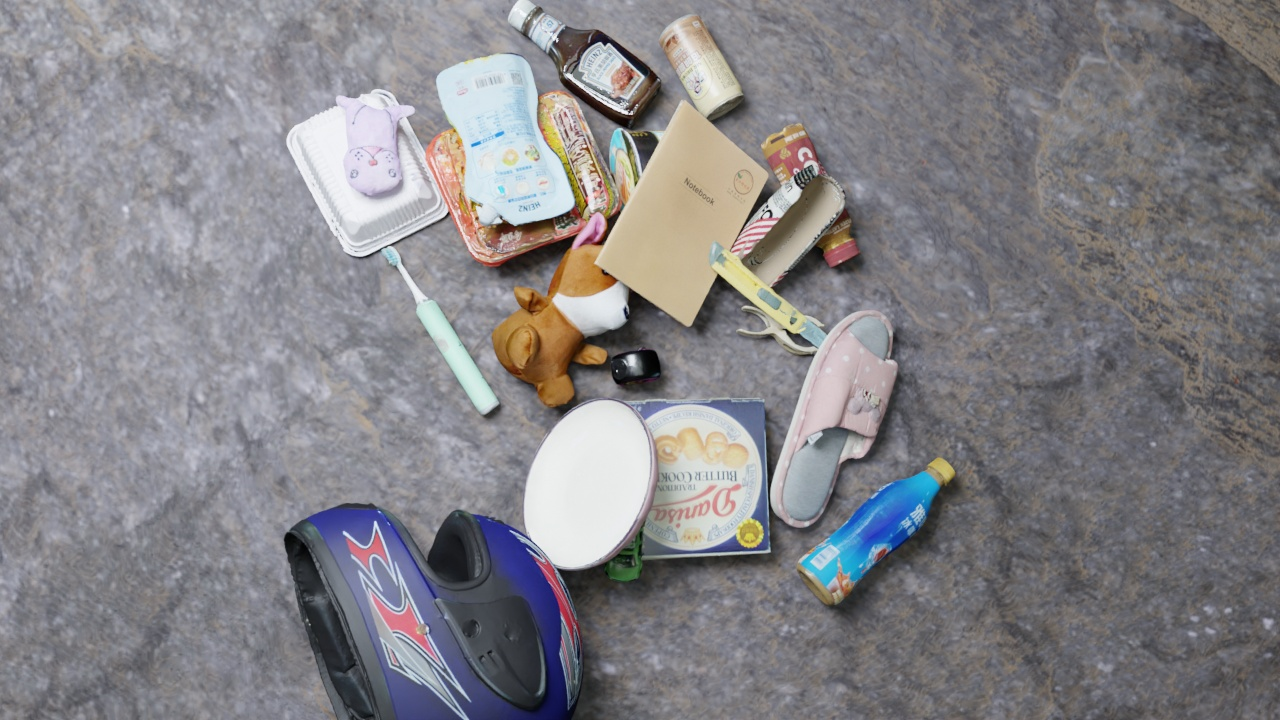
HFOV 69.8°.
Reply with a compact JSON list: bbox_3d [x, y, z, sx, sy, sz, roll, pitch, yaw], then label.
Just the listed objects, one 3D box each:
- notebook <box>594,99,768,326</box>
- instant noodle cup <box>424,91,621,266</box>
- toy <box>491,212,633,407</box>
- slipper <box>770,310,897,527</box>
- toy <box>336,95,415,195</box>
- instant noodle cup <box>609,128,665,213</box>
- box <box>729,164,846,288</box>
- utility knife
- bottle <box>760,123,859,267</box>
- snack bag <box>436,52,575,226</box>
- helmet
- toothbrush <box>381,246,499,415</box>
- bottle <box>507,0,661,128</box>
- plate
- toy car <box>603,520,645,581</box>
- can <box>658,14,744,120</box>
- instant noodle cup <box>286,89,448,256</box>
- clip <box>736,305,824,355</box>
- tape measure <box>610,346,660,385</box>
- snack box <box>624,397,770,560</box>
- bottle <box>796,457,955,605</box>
[{"bbox_3d":[0.051,-0.161,1.029,0.147,0.008,0.207,32,82,-32],"label":"notebook"},{"bbox_3d":[-0.135,-0.204,1.059,0.188,0.079,0.164,-23,87,-10],"label":"instant noodle cup"},{"bbox_3d":[-0.073,-0.055,1.033,0.130,0.140,0.199,24,69,36],"label":"toy"},{"bbox_3d":[0.233,0.068,1.072,0.114,0.054,0.274,30,82,-33],"label":"slipper"},{"bbox_3d":[-0.290,-0.232,1.004,0.083,0.039,0.108,1,82,-16],"label":"toy"},{"bbox_3d":[0.037,-0.223,1.077,0.120,0.111,0.111,-12,85,-17],"label":"instant noodle cup"},{"bbox_3d":[0.171,-0.150,1.076,0.087,0.076,0.163,35,111,-12],"label":"box"},{"bbox_3d":[0.154,-0.069,1.069,0.198,0.021,0.031,37,92,-18],"label":"utility knife"},{"bbox_3d":[0.209,-0.198,1.112,0.057,0.057,0.175,-26,87,-9],"label":"bottle"},{"bbox_3d":[-0.149,-0.238,1.004,0.110,0.039,0.191,-15,83,-16],"label":"snack bag"},{"bbox_3d":[-0.189,0.271,0.922,0.239,0.248,0.315,-19,82,-35],"label":"helmet"},{"bbox_3d":[-0.231,-0.036,1.055,0.027,0.027,0.224,-33,88,27],"label":"toothbrush"},{"bbox_3d":[-0.071,-0.364,1.104,0.195,0.044,0.079,36,80,-1],"label":"bottle"},{"bbox_3d":[-0.050,0.136,1.001,0.039,0.193,0.192,29,78,-42],"label":"plate"},{"bbox_3d":[-0.017,0.198,1.008,0.043,0.036,0.091,4,87,-6],"label":"toy car"},{"bbox_3d":[0.074,-0.355,1.112,0.058,0.058,0.116,-30,88,-9],"label":"can"},{"bbox_3d":[-0.315,-0.222,1.050,0.138,0.060,0.173,-28,87,-9],"label":"instant noodle cup"},{"bbox_3d":[0.173,-0.048,1.104,0.104,0.035,0.081,29,82,-1],"label":"clip"},{"bbox_3d":[-0.006,0.006,1.064,0.058,0.057,0.039,-9,84,0],"label":"tape measure"},{"bbox_3d":[0.057,0.136,1.064,0.178,0.046,0.182,-1,83,-7],"label":"snack box"},{"bbox_3d":[0.281,0.194,1.076,0.218,0.065,0.065,-39,90,-10],"label":"bottle"}]
